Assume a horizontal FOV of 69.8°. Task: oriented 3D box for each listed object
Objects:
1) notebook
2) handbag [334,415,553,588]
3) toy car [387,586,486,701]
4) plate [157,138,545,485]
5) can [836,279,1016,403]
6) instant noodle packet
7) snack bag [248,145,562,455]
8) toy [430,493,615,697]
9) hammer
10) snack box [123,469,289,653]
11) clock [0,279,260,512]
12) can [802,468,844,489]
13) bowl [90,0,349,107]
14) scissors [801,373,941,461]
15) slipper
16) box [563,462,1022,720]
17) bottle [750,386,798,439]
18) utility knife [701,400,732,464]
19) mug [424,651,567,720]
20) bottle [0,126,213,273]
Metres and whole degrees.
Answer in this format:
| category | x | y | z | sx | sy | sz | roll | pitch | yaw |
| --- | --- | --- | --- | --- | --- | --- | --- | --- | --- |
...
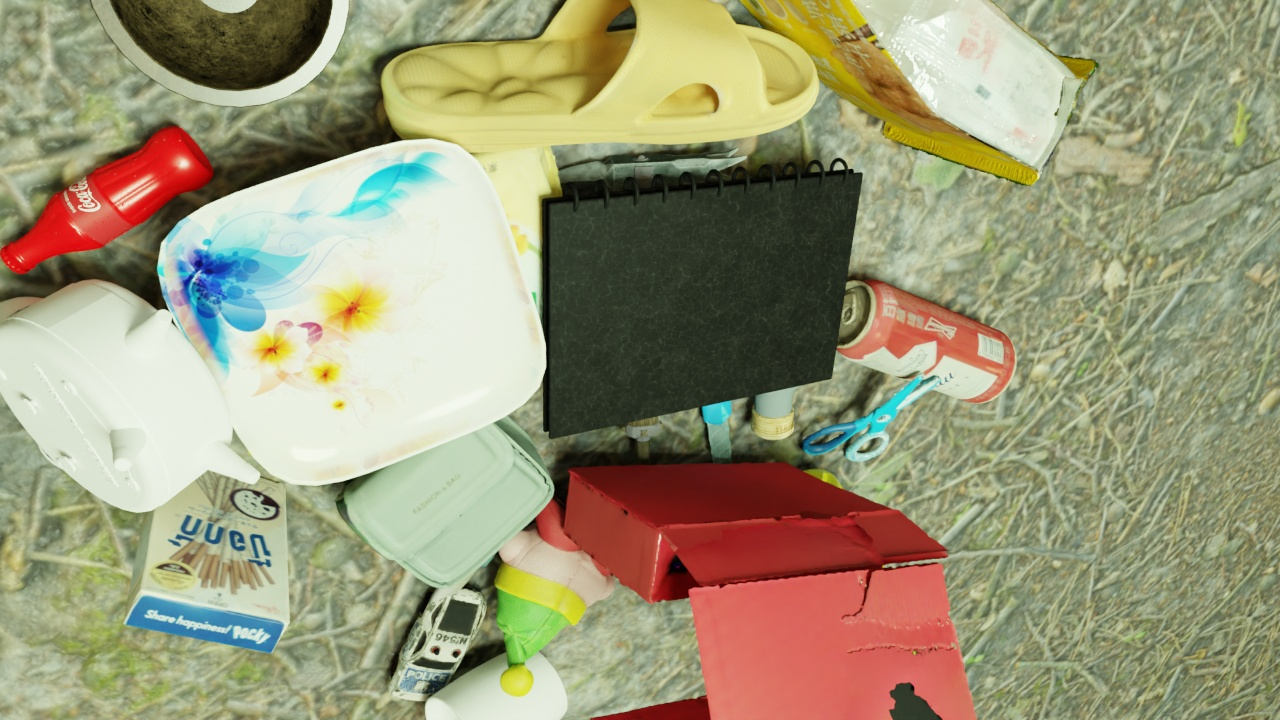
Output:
| category | x | y | z | sx | sy | sz | roll | pitch | yaw |
| --- | --- | --- | --- | --- | --- | --- | --- | --- | --- |
| notebook | 0.044 | -0.045 | 0.619 | 0.231 | 0.019 | 0.169 | -10 | 119 | -25 |
| handbag | -0.135 | 0.091 | 0.653 | 0.122 | 0.067 | 0.106 | -41 | 122 | 1 |
| toy car | -0.160 | 0.228 | 0.726 | 0.048 | 0.040 | 0.113 | 20 | 107 | -28 |
| plate | -0.158 | -0.025 | 0.533 | 0.187 | 0.016 | 0.187 | -22 | 121 | -11 |
| can | 0.230 | -0.015 | 0.749 | 0.170 | 0.067 | 0.067 | 17 | 107 | -29 |
| instant noodle packet | 0.140 | -0.204 | 0.561 | 0.221 | 0.163 | 0.084 | 21 | 106 | -30 |
| snack bag | -0.152 | -0.041 | 0.579 | 0.247 | 0.068 | 0.160 | -20 | 122 | -12 |
| toy | -0.078 | 0.175 | 0.699 | 0.124 | 0.097 | 0.131 | 38 | 94 | -29 |
| hammer | -0.003 | 0.004 | 0.685 | 0.147 | 0.028 | 0.317 | -4 | 117 | -7 |
| snack box | -0.260 | 0.112 | 0.562 | 0.082 | 0.150 | 0.026 | 26 | 104 | -30 |
| clock | -0.298 | 0.025 | 0.504 | 0.072 | 0.161 | 0.125 | -49 | 134 | -43 |
| can | 0.167 | 0.149 | 0.805 | 0.067 | 0.067 | 0.105 | -42 | 123 | 1 |
| bowl | -0.218 | -0.199 | 0.479 | 0.121 | 0.056 | 0.121 | -9 | 118 | -18 |
| scissors | 0.189 | 0.047 | 0.760 | 0.090 | 0.014 | 0.141 | 5 | 145 | -19 |
| slipper | -0.020 | -0.181 | 0.540 | 0.263 | 0.099 | 0.079 | -10 | 139 | -12 |
| box | 0.100 | 0.156 | 0.602 | 0.210 | 0.315 | 0.124 | 2 | 123 | -32 |
| bottle | 0.105 | -0.015 | 0.710 | 0.072 | 0.046 | 0.161 | -11 | 119 | -17 |
| utility knife | 0.053 | 0.010 | 0.720 | 0.031 | 0.015 | 0.209 | -15 | 116 | -11 |
| mug | -0.122 | 0.288 | 0.750 | 0.087 | 0.114 | 0.081 | -26 | 86 | -40 |
| bottle | -0.300 | -0.086 | 0.514 | 0.119 | 0.036 | 0.036 | -33 | 123 | -4 |
